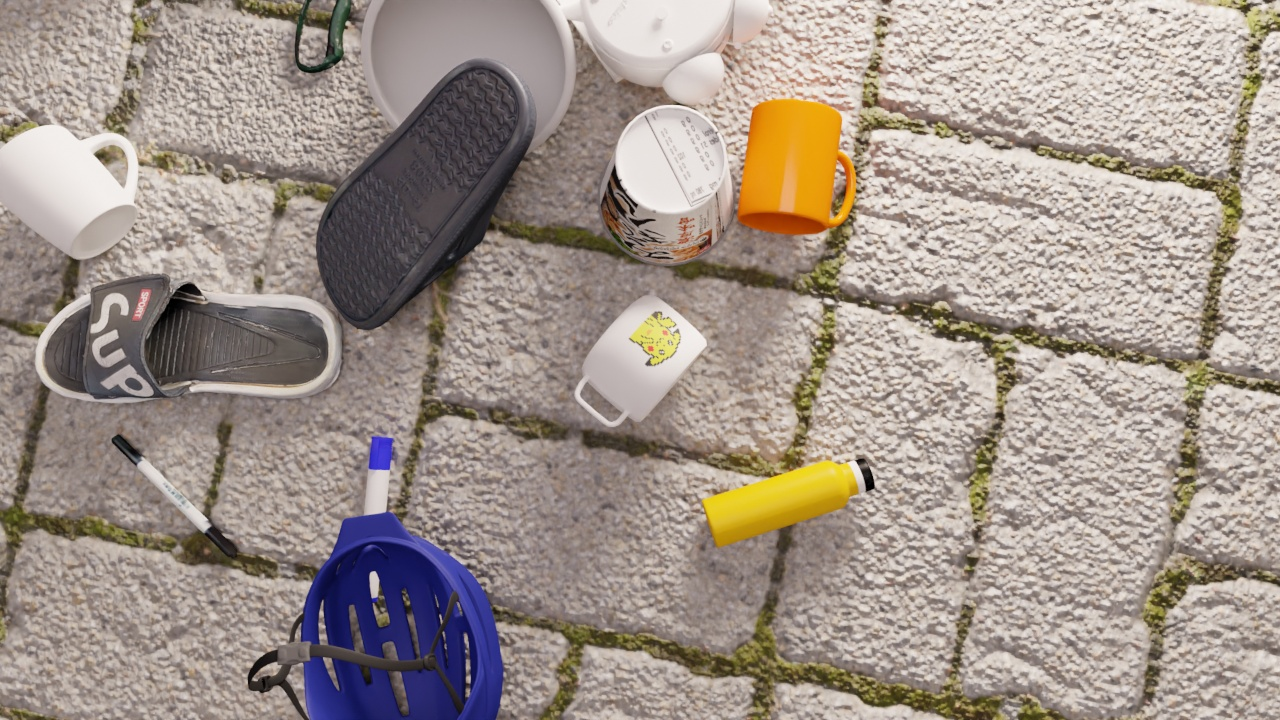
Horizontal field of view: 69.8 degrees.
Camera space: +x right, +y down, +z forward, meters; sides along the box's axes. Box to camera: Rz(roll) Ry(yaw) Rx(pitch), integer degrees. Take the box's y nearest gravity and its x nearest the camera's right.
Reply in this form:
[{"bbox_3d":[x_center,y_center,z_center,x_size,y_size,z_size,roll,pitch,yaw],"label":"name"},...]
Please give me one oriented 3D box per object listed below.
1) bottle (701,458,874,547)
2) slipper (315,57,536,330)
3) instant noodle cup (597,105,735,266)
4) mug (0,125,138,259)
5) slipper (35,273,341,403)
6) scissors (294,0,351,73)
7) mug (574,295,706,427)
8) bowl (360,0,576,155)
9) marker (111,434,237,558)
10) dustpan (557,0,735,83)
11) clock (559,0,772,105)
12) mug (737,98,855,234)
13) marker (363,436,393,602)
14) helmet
[{"bbox_3d":[0.127,0.118,0.785,0.143,0.043,0.043,-17,87,-1],"label":"bottle"},{"bbox_3d":[-0.176,-0.140,0.778,0.269,0.083,0.110,-44,83,23],"label":"slipper"},{"bbox_3d":[0.023,-0.150,0.762,0.123,0.122,0.123,0,86,0],"label":"instant noodle cup"},{"bbox_3d":[-0.482,-0.151,0.795,0.087,0.081,0.114,44,56,-3],"label":"mug"},{"bbox_3d":[-0.394,-0.016,0.788,0.264,0.063,0.111,3,86,-2],"label":"slipper"},{"bbox_3d":[-0.263,-0.346,0.817,0.137,0.015,0.209,-6,92,10],"label":"scissors"},{"bbox_3d":[-0.005,0.004,0.763,0.068,0.094,0.115,41,65,4],"label":"mug"},{"bbox_3d":[-0.142,-0.259,0.781,0.176,0.066,0.177,0,122,-1],"label":"bowl"},{"bbox_3d":[-0.408,0.119,0.804,0.152,0.011,0.011,43,87,3],"label":"marker"},{"bbox_3d":[0.032,-0.395,0.798,0.257,0.053,0.191,-34,84,-7],"label":"dustpan"},{"bbox_3d":[0.016,-0.293,0.749,0.161,0.073,0.125,36,92,7],"label":"clock"},{"bbox_3d":[0.143,-0.161,0.792,0.112,0.078,0.096,10,86,-27],"label":"mug"},{"bbox_3d":[-0.232,0.137,0.797,0.020,0.020,0.141,5,87,0],"label":"marker"},{"bbox_3d":[-0.195,0.239,0.688,0.148,0.227,0.241,-10,89,8],"label":"helmet"}]
